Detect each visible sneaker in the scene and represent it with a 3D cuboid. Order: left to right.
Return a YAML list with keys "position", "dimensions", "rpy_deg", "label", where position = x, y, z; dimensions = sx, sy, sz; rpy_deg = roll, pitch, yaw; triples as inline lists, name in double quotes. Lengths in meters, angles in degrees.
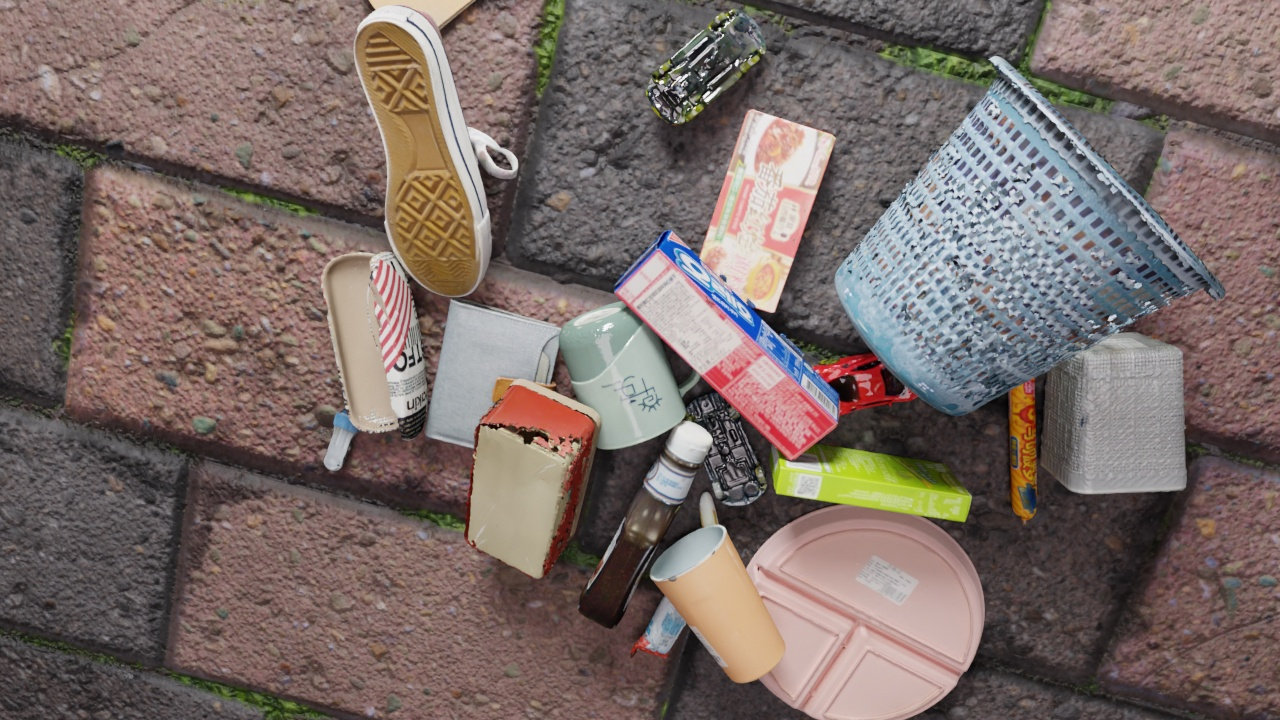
- position: [-0.161, -0.167, 0.738]
  dimensions: [0.118, 0.087, 0.241]
  rpy_deg: [5, 127, 15]
  label: "sneaker"

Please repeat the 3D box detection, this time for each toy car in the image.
- position: [0.052, -0.232, 0.731]
  dimensions: [0.105, 0.032, 0.048]
  rpy_deg: [-41, 98, 2]
  label: "toy car"
- position: [0.076, 0.078, 0.811]
  dimensions: [0.049, 0.031, 0.105]
  rpy_deg: [-21, 98, 13]
  label: "toy car"
- position: [0.199, 0.017, 0.787]
  dimensions: [0.106, 0.031, 0.049]
  rpy_deg: [-12, 105, 5]
  label: "toy car"

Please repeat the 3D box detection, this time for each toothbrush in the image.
- position: [0.077, 0.211, 0.851]
  dimensions: [0.016, 0.018, 0.191]
  rpy_deg: [-18, 105, -30]
  label: "toothbrush"

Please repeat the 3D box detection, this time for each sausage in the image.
- position: [0.331, 0.066, 0.794]
  dimensions: [0.021, 0.021, 0.165]
  rpy_deg: [-6, 105, 6]
  label: "sausage"

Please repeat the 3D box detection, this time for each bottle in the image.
- position: [0.005, 0.141, 0.804]
  dimensions: [0.044, 0.079, 0.195]
  rpy_deg: [28, 110, 3]
  label: "bottle"

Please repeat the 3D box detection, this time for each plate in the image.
- position: [0.203, 0.242, 0.848]
  dimensions: [0.229, 0.028, 0.230]
  rpy_deg: [1, 105, 4]
  label: "plate"

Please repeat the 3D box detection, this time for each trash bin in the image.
- position: [0.262, -0.073, 0.679]
  dimensions: [0.226, 0.226, 0.196]
  rpy_deg: [43, 116, -7]
  label: "trash bin"

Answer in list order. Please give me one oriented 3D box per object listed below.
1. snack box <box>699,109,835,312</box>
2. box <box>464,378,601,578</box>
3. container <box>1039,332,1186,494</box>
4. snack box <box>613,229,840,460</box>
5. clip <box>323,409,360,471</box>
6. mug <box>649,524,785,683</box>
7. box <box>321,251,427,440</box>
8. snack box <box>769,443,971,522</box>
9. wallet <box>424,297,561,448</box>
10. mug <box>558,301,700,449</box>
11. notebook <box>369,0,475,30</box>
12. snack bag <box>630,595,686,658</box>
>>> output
- position: [0.100, -0.122, 0.759]
  dimensions: [0.075, 0.025, 0.153]
  rpy_deg: [18, 105, 0]
  label: "snack box"
- position: [-0.095, 0.109, 0.771]
  dimensions: [0.091, 0.078, 0.169]
  rpy_deg: [23, 132, 10]
  label: "box"
- position: [0.385, 0.040, 0.750]
  dimensions: [0.090, 0.090, 0.114]
  rpy_deg: [-3, 101, 4]
  label: "container"
- position: [0.073, -0.014, 0.749]
  dimensions: [0.207, 0.057, 0.058]
  rpy_deg: [43, 117, -9]
  label: "snack box"
- position: [-0.274, 0.074, 0.845]
  dimensions: [0.025, 0.035, 0.058]
  rpy_deg: [22, 101, -4]
  label: "clip"
- position: [0.072, 0.217, 0.808]
  dimensions: [0.078, 0.078, 0.123]
  rpy_deg: [-30, 98, 11]
  label: "mug"
- position: [-0.231, -0.011, 0.791]
  dimensions: [0.087, 0.075, 0.162]
  rpy_deg: [-6, 106, 11]
  label: "box"
- position: [0.191, 0.100, 0.781]
  dimensions: [0.156, 0.085, 0.026]
  rpy_deg: [8, 103, 1]
  label: "snack box"
- position: [-0.129, 0.020, 0.809]
  dimensions: [0.106, 0.037, 0.130]
  rpy_deg: [15, 107, 0]
  label: "wallet"
- position: [-0.005, 0.005, 0.777]
  dimensions: [0.111, 0.082, 0.106]
  rpy_deg: [-22, 102, -12]
  label: "mug"
- position: [-0.191, -0.375, 0.722]
  dimensions: [0.150, 0.012, 0.211]
  rpy_deg: [-34, 100, 11]
  label: "notebook"
- position: [0.028, 0.239, 0.858]
  dimensions: [0.045, 0.026, 0.105]
  rpy_deg: [22, 103, -27]
  label: "snack bag"
